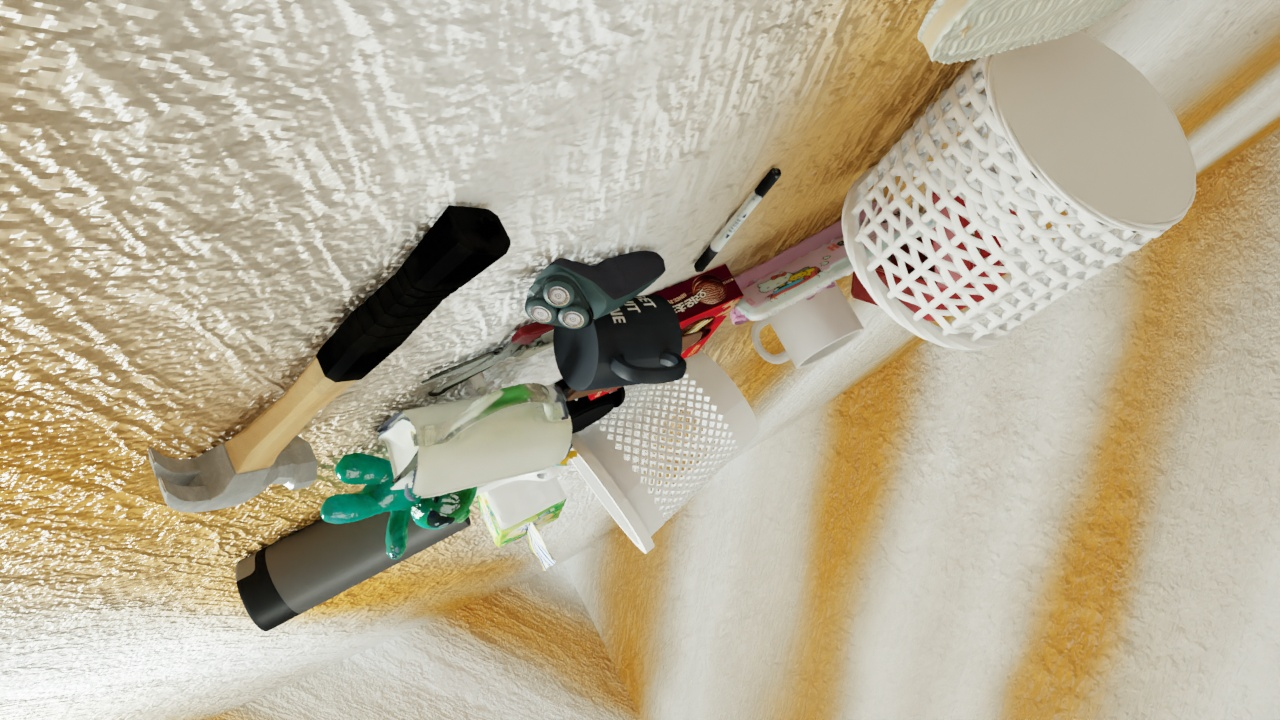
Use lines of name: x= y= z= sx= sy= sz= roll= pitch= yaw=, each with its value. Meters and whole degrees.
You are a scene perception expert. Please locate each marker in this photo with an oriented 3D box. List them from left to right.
marker: x=0.077 y=-0.112 z=0.755 sx=0.011 sy=0.011 sz=0.152 roll=-22 pitch=166 yaw=-29

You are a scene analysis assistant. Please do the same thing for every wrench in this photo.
wrench: x=-0.210 y=0.158 z=1.109 sx=0.273 sy=0.018 sz=0.066 roll=-23 pitch=-151 yaw=9

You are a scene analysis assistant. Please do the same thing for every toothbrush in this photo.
toothbrush: x=-0.144 y=0.039 z=0.868 sx=0.015 sy=0.018 sz=0.181 roll=-24 pitch=168 yaw=-9

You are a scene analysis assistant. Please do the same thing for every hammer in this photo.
hammer: x=-0.200 y=0.010 z=0.588 sx=0.329 sy=0.039 sz=0.131 roll=-37 pitch=164 yaw=31

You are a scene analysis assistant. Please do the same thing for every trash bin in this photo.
trash bin: x=0.027 y=0.098 z=1.133 sx=0.199 sy=0.195 sz=0.196 roll=-36 pitch=169 yaw=-11

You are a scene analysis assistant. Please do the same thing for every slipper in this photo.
slipper: x=0.257 y=-0.241 z=0.535 sx=0.262 sy=0.052 sz=0.115 roll=-26 pitch=166 yaw=-27

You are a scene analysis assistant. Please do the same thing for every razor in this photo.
razor: x=-0.027 y=-0.058 z=0.681 sx=0.047 sy=0.052 sz=0.142 roll=-41 pitch=172 yaw=37

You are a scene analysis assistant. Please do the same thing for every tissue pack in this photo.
tissue pack: x=-0.160 y=0.234 z=1.326 sx=0.120 sy=0.141 sz=0.198 roll=-26 pitch=168 yaw=-11

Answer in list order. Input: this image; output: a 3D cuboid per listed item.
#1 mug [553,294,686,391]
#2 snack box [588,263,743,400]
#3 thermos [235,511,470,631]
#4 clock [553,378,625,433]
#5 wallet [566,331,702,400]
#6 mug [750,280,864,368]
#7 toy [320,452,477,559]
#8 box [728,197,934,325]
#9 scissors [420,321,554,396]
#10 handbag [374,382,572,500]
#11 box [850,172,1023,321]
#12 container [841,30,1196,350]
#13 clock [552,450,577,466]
mug: x=-0.009 y=-0.008 z=0.713 sx=0.077 sy=0.105 sz=0.071 roll=-6 pitch=116 yaw=-33
snack box: x=0.014 y=-0.025 z=0.910 sx=0.132 sy=0.036 sz=0.152 roll=-24 pitch=167 yaw=-21
thermos: x=-0.312 y=0.199 z=0.997 sx=0.240 sy=0.082 sz=0.082 roll=-27 pitch=168 yaw=-6
clock: x=-0.067 y=0.048 z=1.012 sx=0.091 sy=0.042 sz=0.120 roll=-33 pitch=167 yaw=20
wallet: x=-0.005 y=0.005 z=0.866 sx=0.120 sy=0.013 sz=0.088 roll=-15 pitch=162 yaw=-46
mug: x=0.189 y=-0.044 z=1.090 sx=0.121 sy=0.090 sz=0.091 roll=-30 pitch=168 yaw=8
toy: x=-0.221 y=0.122 z=0.888 sx=0.193 sy=0.072 sz=0.131 roll=13 pitch=99 yaw=-54
box: x=0.179 y=-0.101 z=0.918 sx=0.201 sy=0.066 sz=0.153 roll=-28 pitch=178 yaw=-2
scissors: x=-0.080 y=-0.022 z=0.765 sx=0.185 sy=0.015 sz=0.178 roll=-37 pitch=165 yaw=35
handbag: x=-0.128 y=0.063 z=0.777 sx=0.151 sy=0.074 sz=0.176 roll=-9 pitch=166 yaw=-33
box: x=0.355 y=-0.136 z=1.108 sx=0.156 sy=0.156 sz=0.171 roll=-19 pitch=-168 yaw=-38
container: x=0.290 y=-0.132 z=0.727 sx=0.188 sy=0.189 sz=0.187 roll=-21 pitch=165 yaw=-30
clock: x=-0.137 y=0.104 z=1.019 sx=0.129 sy=0.043 sz=0.099 roll=2 pitch=172 yaw=-8
